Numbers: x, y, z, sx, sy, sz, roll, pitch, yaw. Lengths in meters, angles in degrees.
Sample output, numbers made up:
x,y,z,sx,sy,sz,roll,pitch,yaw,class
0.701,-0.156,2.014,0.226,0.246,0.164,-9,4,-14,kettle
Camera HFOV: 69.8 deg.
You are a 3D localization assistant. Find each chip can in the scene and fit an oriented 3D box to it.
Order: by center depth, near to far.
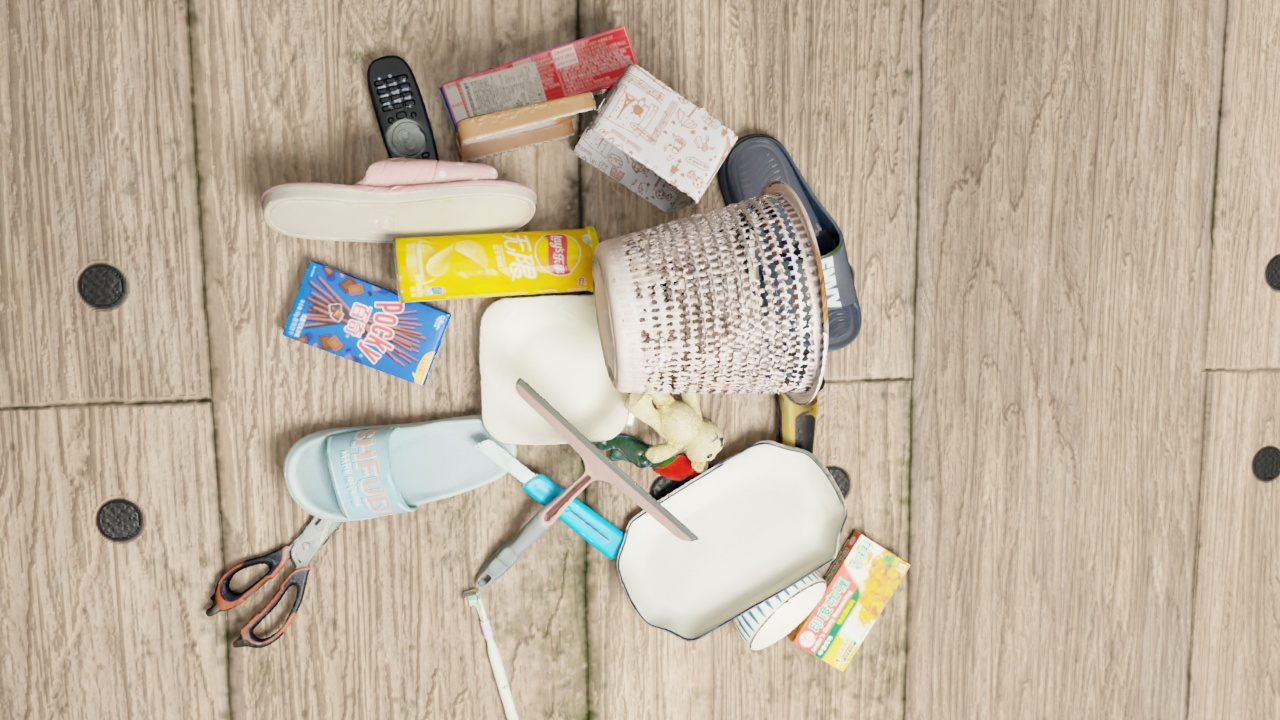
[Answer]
x,y,z,sx,sy,sz,roll,pitch,yaw,class
-0.151,-0.101,0.976,0.213,0.072,0.072,-5,97,-12,chip can

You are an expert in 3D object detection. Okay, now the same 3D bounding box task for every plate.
x,y,z,sx,sy,sz,roll,pitch,yaw,class
-0.094,0.011,1.009,0.164,0.034,0.163,-1,86,1,plate
0.102,0.202,1.031,0.266,0.034,0.162,-32,62,3,plate

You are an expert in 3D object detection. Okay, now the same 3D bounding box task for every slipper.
x,y,z,sx,sy,sz,roll,pitch,yaw,class
-0.245,-0.166,0.944,0.274,0.114,0.054,-4,69,-11,slipper
-0.253,0.116,0.985,0.245,0.074,0.104,-10,98,-13,slipper
0.170,-0.127,1.027,0.110,0.083,0.268,-26,98,-4,slipper

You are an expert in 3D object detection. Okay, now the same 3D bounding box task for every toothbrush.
x,y,z,sx,sy,sz,roll,pitch,yaw,class
-0.168,0.353,1.058,0.020,0.029,0.189,-26,105,-47,toothbrush

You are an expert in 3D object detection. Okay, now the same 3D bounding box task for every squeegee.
x,y,z,sx,sy,sz,roll,pitch,yaw,class
-0.104,0.173,1.005,0.247,0.040,0.250,43,116,-4,squeegee

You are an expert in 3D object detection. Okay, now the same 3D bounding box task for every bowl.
x,y,z,sx,sy,sz,roll,pitch,yaw,class
0.152,0.274,1.065,0.116,0.116,0.066,-41,58,-3,bowl

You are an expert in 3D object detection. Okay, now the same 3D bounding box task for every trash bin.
x,y,z,sx,sy,sz,roll,pitch,yaw,class
0.058,-0.054,0.910,0.192,0.227,0.227,-8,98,-7,trash bin

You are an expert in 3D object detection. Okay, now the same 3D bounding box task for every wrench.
x,y,z,sx,sy,sz,roll,pitch,yaw,class
0.066,0.137,1.072,0.273,0.016,0.056,15,97,-10,wrench

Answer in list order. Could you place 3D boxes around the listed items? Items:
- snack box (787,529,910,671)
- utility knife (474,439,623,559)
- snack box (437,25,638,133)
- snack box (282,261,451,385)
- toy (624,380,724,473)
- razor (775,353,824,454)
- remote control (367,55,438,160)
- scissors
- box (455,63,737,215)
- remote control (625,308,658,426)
x,y,z,sx,sy,sz,roll,pitch,yaw,class
0.253,0.291,1.114,0.077,0.027,0.156,32,90,-10,snack box
-0.099,0.153,1.028,0.216,0.018,0.034,41,87,-22,utility knife
-0.108,-0.295,0.975,0.207,0.057,0.058,-20,101,-7,snack box
-0.293,-0.039,0.989,0.157,0.026,0.084,21,92,-11,snack box
0.039,0.064,1.014,0.157,0.066,0.105,42,60,-40,toy
0.184,0.076,1.064,0.062,0.068,0.167,-7,104,-25,razor
-0.251,-0.252,0.973,0.053,0.024,0.136,-16,100,-9,remote control
-0.388,0.210,1.007,0.196,0.015,0.205,-2,90,-6,scissors
-0.050,-0.227,0.930,0.273,0.179,0.125,7,94,-11,box
-0.006,0.006,1.025,0.019,0.056,0.135,13,95,-10,remote control
